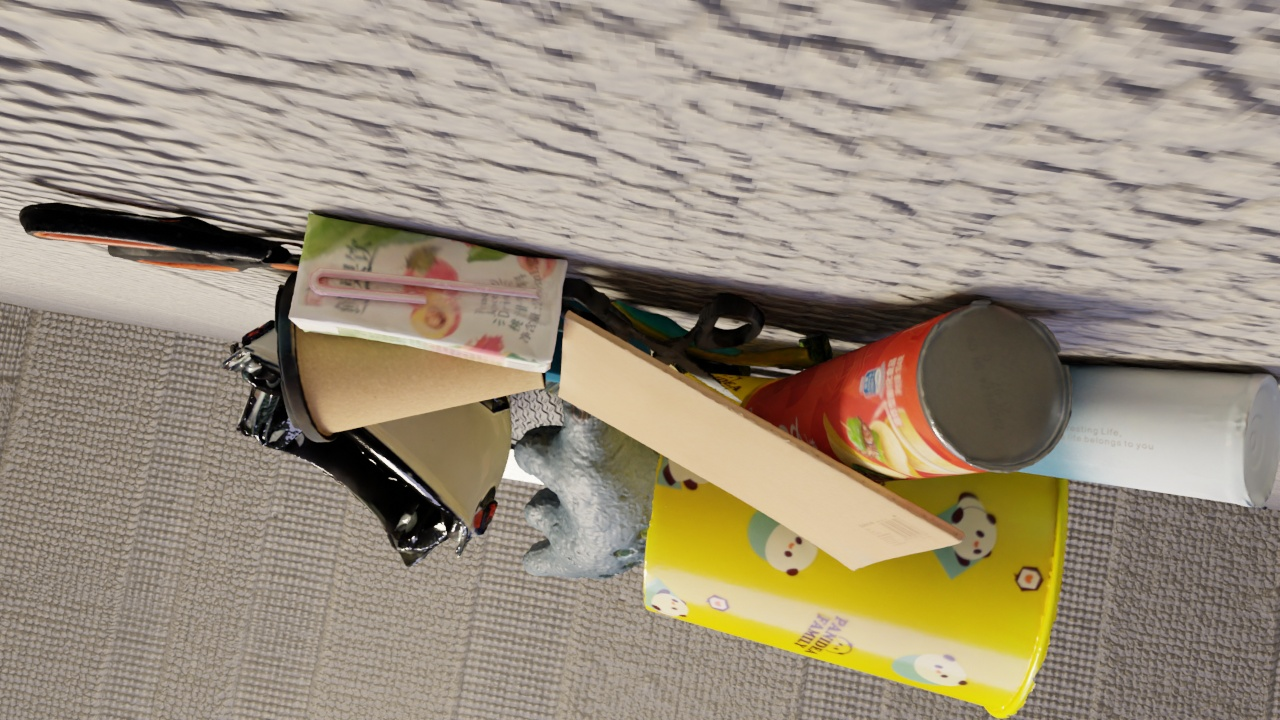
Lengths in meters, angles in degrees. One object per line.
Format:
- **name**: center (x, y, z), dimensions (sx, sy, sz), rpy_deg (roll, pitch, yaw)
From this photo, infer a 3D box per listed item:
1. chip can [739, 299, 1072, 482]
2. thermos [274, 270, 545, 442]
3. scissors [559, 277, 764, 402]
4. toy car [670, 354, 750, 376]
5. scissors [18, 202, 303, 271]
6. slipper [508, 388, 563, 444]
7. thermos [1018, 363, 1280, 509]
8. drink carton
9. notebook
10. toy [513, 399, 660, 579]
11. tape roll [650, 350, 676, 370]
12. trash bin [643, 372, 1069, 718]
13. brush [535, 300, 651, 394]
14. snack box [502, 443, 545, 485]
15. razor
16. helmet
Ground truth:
- **chip can**: center (0.115, 0.029, 0.460), dimensions (0.073, 0.073, 0.217), rpy_deg (10, 169, -13)
- **thermos**: center (-0.125, -0.008, 0.493), dimensions (0.143, 0.093, 0.093), rpy_deg (-6, 177, -4)
- **scissors**: center (0.013, -0.006, 0.525), dimensions (0.159, 0.014, 0.181), rpy_deg (19, 158, -18)
- **toy car**: center (0.045, 0.015, 0.819), dimensions (0.070, 0.042, 0.158), rpy_deg (11, 178, -14)
- **scissors**: center (-0.214, -0.062, 0.514), dimensions (0.224, 0.021, 0.205), rpy_deg (6, 177, -31)
- **slipper**: center (-0.132, 0.008, 0.849), dimensions (0.268, 0.083, 0.111), rpy_deg (11, 133, 22)
- **thermos**: center (0.218, 0.032, 0.507), dimensions (0.070, 0.070, 0.221), rpy_deg (13, 174, -43)
- **drink carton**: center (-0.098, -0.031, 0.435), dimensions (0.122, 0.053, 0.045), rpy_deg (10, 172, -8)
- **notebook**: center (0.049, 0.051, 0.493), dimensions (0.211, 0.012, 0.150), rpy_deg (30, 163, 3)
- **toy**: center (-0.038, 0.113, 0.790), dimensions (0.138, 0.091, 0.357), rpy_deg (26, 138, 14)
- **tape roll**: center (-0.004, 0.004, 0.733), dimensions (0.086, 0.013, 0.086), rpy_deg (29, 165, 8)
- **trash bin**: center (0.145, 0.118, 0.675), dimensions (0.255, 0.229, 0.229), rpy_deg (8, 176, 10)
- **brush**: center (-0.045, -0.012, 0.582), dimensions (0.143, 0.055, 0.074), rpy_deg (14, 152, -43)
- **snack box**: center (-0.118, 0.049, 0.935), dimensions (0.182, 0.046, 0.177), rpy_deg (9, -147, 11)
- **razor**: center (0.046, -0.014, 0.549), dimensions (0.132, 0.028, 0.043), rpy_deg (12, 179, -8)
- **helmet**: center (-0.191, 0.035, 0.726), dimensions (0.230, 0.156, 0.275), rpy_deg (38, 151, -2)
